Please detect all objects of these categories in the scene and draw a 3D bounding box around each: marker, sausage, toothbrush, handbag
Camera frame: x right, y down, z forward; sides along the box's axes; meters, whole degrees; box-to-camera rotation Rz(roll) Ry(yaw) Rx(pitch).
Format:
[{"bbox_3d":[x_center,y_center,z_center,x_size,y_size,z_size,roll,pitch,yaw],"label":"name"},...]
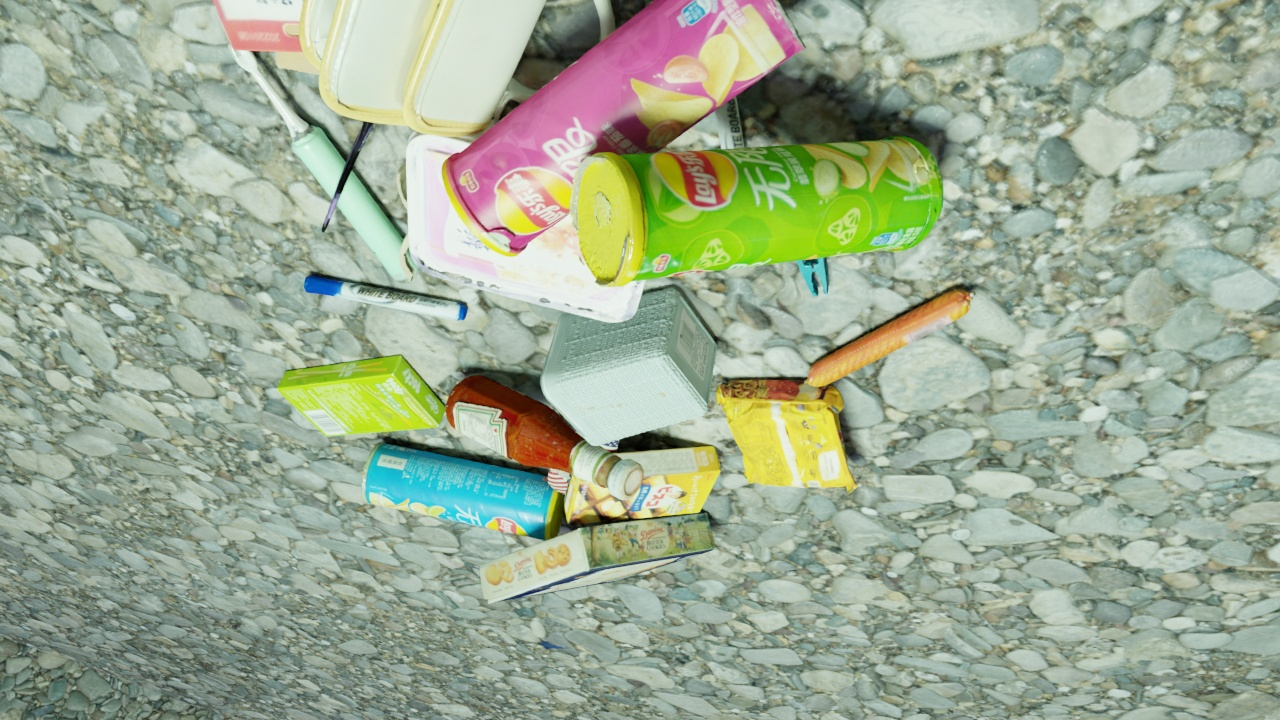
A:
[{"bbox_3d":[0.058,-0.145,0.592,0.017,0.017,0.145,1,140,18],"label":"marker"},{"bbox_3d":[0.186,-0.014,0.705,0.021,0.021,0.166,34,139,-22],"label":"sausage"},{"bbox_3d":[-0.233,-0.143,0.689,0.026,0.027,0.224,-31,132,-1],"label":"toothbrush"},{"bbox_3d":[-0.196,-0.152,0.645,0.016,0.014,0.190,16,138,-25],"label":"toothbrush"},{"bbox_3d":[-0.223,-0.054,0.803,0.146,0.016,0.017,11,142,6],"label":"marker"},{"bbox_3d":[-0.082,-0.198,0.508,0.178,0.063,0.164,5,134,-35],"label":"handbag"}]

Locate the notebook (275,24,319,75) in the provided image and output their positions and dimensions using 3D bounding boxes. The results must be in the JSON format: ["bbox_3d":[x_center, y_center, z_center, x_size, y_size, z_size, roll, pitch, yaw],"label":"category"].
[{"bbox_3d":[-0.160,-0.249,0.544,0.149,0.012,0.212,14,142,1],"label":"notebook"}]

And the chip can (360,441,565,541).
[{"bbox_3d":[-0.189,0.142,0.991,0.210,0.071,0.071,10,142,7],"label":"chip can"}]

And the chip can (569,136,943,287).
[{"bbox_3d":[0.074,-0.089,0.531,0.220,0.072,0.073,-10,150,-25],"label":"chip can"}]

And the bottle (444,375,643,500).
[{"bbox_3d":[-0.087,0.070,0.819,0.206,0.059,0.060,21,149,32],"label":"bottle"}]

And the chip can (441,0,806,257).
[{"bbox_3d":[-0.014,-0.145,0.522,0.211,0.071,0.071,-32,125,20],"label":"chip can"}]

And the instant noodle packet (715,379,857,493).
[{"bbox_3d":[0.132,0.068,0.810,0.111,0.044,0.128,3,137,26],"label":"instant noodle packet"}]

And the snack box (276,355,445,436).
[{"bbox_3d":[-0.283,0.039,0.932,0.157,0.026,0.086,-7,137,27],"label":"snack box"}]

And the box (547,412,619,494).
[{"bbox_3d":[-0.053,0.082,0.900,0.071,0.059,0.165,0,145,-14],"label":"box"}]

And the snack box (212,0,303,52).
[{"bbox_3d":[-0.196,-0.242,0.518,0.113,0.044,0.127,6,140,10],"label":"snack box"}]

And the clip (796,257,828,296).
[{"bbox_3d":[0.126,-0.068,0.667,0.049,0.015,0.057,-7,136,23],"label":"clip"}]

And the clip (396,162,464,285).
[{"bbox_3d":[-0.174,-0.101,0.715,0.094,0.034,0.102,-15,129,31],"label":"clip"}]

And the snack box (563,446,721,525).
[{"bbox_3d":[0.000,0.121,0.891,0.140,0.033,0.087,-4,145,-17],"label":"snack box"}]

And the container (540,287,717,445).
[{"bbox_3d":[-0.004,0.004,0.744,0.112,0.090,0.090,-14,134,29],"label":"container"}]

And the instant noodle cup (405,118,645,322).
[{"bbox_3d":[-0.073,-0.106,0.650,0.173,0.060,0.138,16,142,0],"label":"instant noodle cup"}]

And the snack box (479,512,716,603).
[{"bbox_3d":[-0.045,0.210,0.975,0.182,0.045,0.178,3,157,-43],"label":"snack box"}]
